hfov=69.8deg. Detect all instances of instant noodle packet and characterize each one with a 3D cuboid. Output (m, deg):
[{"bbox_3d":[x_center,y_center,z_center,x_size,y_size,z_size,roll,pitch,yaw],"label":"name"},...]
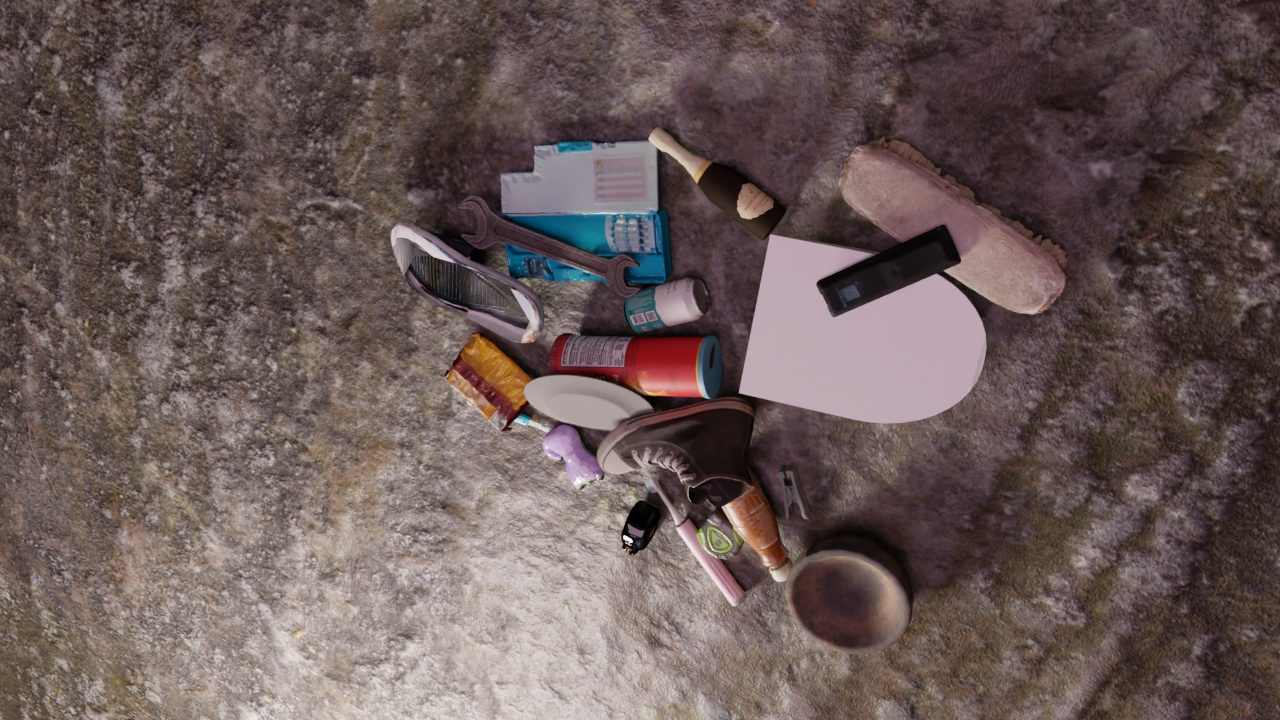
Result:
[{"bbox_3d":[-0.212,0.032,1.326,0.135,0.039,0.099,41,111,3],"label":"instant noodle packet"}]

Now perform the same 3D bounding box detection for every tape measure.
[{"bbox_3d":[0.114,0.243,1.280,0.065,0.035,0.059,42,113,6],"label":"tape measure"},{"bbox_3d":[0.000,0.236,1.308,0.042,0.071,0.072,26,114,16],"label":"tape measure"}]

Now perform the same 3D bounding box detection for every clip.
[{"bbox_3d":[0.203,0.177,1.219,0.037,0.023,0.075,-7,106,28],"label":"clip"}]

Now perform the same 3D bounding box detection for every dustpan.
[{"bbox_3d":[0.262,-0.030,1.063,0.258,0.053,0.192,13,107,12],"label":"dustpan"}]

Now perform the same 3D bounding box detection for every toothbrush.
[{"bbox_3d":[0.077,0.255,1.307,0.027,0.027,0.222,-34,94,29],"label":"toothbrush"}]

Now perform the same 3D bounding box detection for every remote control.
[{"bbox_3d":[0.268,-0.094,0.997,0.151,0.022,0.047,-25,100,24],"label":"remote control"}]

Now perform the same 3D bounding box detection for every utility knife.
[{"bbox_3d":[-0.194,0.077,1.358,0.141,0.015,0.022,19,121,13],"label":"utility knife"}]

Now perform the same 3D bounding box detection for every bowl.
[{"bbox_3d":[0.278,0.299,1.209,0.162,0.070,0.162,9,115,20],"label":"bowl"}]

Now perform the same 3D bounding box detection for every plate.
[{"bbox_3d":[-0.070,0.064,1.230,0.178,0.012,0.179,9,155,4],"label":"plate"}]

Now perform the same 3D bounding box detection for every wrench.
[{"bbox_3d":[-0.121,-0.147,1.189,0.273,0.010,0.070,21,116,16],"label":"wrench"}]

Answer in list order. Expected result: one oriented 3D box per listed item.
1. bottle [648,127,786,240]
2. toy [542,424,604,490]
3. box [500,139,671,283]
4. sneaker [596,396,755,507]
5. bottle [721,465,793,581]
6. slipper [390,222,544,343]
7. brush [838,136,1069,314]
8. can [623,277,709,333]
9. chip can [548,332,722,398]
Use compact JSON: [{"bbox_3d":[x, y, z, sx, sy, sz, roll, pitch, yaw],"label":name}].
[{"bbox_3d":[0.087,-0.215,1.088,0.184,0.045,0.045,38,121,5],"label":"bottle"},{"bbox_3d":[-0.100,0.140,1.331,0.080,0.036,0.099,-31,93,41],"label":"toy"},{"bbox_3d":[-0.076,-0.190,1.176,0.227,0.039,0.182,4,112,23],"label":"box"},{"bbox_3d":[0.043,0.136,1.205,0.235,0.119,0.095,-14,144,24],"label":"sneaker"},{"bbox_3d":[0.158,0.222,1.237,0.059,0.059,0.167,-24,102,30],"label":"bottle"},{"bbox_3d":[-0.232,-0.112,1.261,0.264,0.062,0.111,28,133,23],"label":"slipper"},{"bbox_3d":[0.339,-0.147,0.998,0.271,0.056,0.083,35,125,7],"label":"brush"},{"bbox_3d":[0.032,-0.070,1.169,0.102,0.054,0.055,-12,106,28],"label":"can"},{"bbox_3d":[-0.007,0.007,1.203,0.214,0.086,0.087,1,112,23],"label":"chip can"}]
